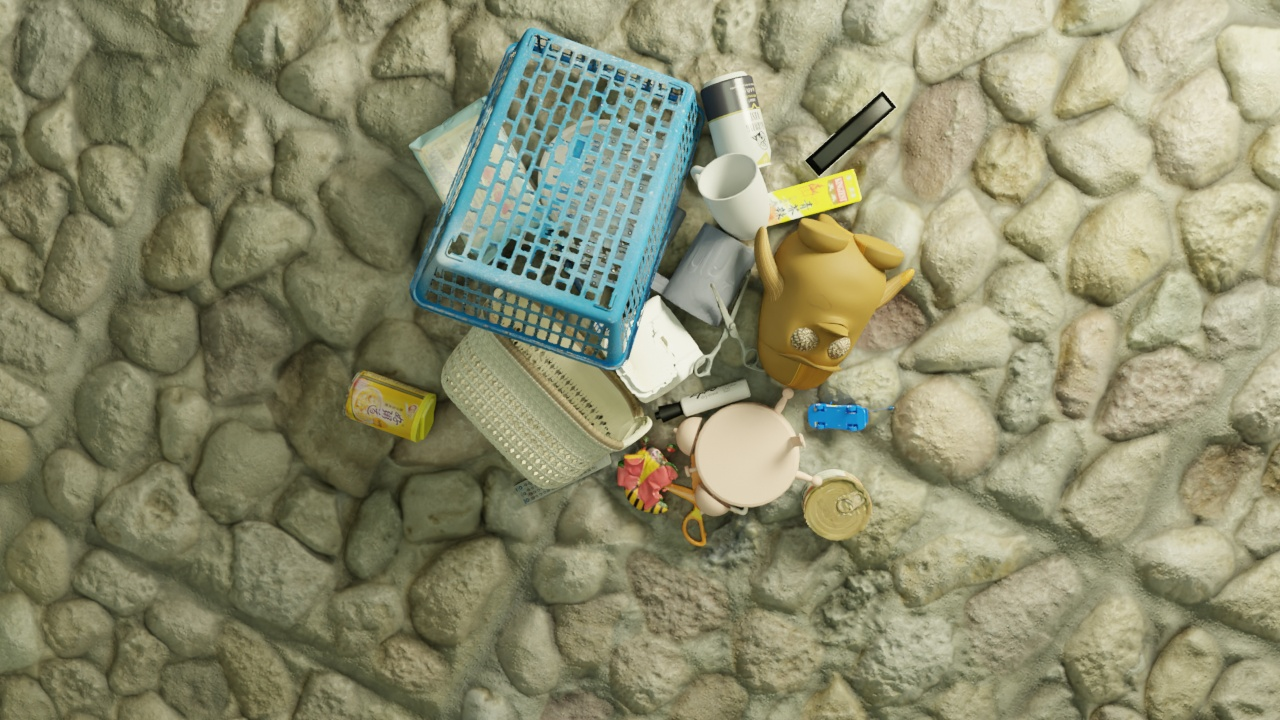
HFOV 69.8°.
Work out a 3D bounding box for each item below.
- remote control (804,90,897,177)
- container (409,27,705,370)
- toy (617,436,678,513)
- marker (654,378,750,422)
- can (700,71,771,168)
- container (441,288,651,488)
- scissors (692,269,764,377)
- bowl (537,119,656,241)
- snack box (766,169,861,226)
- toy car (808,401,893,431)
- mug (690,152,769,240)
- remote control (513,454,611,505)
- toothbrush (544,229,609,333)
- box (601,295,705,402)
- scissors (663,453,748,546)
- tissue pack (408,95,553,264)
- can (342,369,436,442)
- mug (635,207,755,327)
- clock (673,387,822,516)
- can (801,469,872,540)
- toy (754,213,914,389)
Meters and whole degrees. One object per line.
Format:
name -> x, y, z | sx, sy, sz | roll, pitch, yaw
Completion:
remote control -> 0.257, -0.277, 1.121 | 0.124, 0.011, 0.028 | -42, 94, 9
container -> -0.082, -0.198, 1.033 | 0.257, 0.089, 0.361 | 18, 72, -4
toy -> 0.010, 0.153, 1.194 | 0.084, 0.046, 0.103 | 10, 109, 14
marker -> 0.079, 0.053, 1.183 | 0.126, 0.025, 0.025 | -18, 98, 7
can -> 0.117, -0.277, 1.105 | 0.064, 0.064, 0.127 | -15, 98, 6
container -> -0.120, 0.035, 1.122 | 0.143, 0.184, 0.246 | -42, 91, 19
scissors -> 0.115, -0.032, 1.123 | 0.141, 0.014, 0.173 | -56, 135, -4
bowl -> -0.051, -0.218, 1.133 | 0.149, 0.043, 0.149 | 0, 89, -3
snack box -> 0.193, -0.196, 1.131 | 0.148, 0.029, 0.040 | -15, 98, 7
toy car -> 0.270, 0.067, 1.179 | 0.092, 0.061, 0.033 | 2, 102, 34
mug -> 0.104, -0.193, 1.087 | 0.071, 0.089, 0.107 | -48, 50, -10
remote control -> -0.103, 0.151, 1.218 | 0.136, 0.013, 0.033 | -27, 97, 8
toothbrush -> -0.084, -0.105, 1.175 | 0.014, 0.014, 0.168 | -27, 97, 19
box -> -0.002, 0.003, 1.103 | 0.108, 0.136, 0.126 | 51, 139, -4
scissors -> 0.085, 0.183, 1.211 | 0.128, 0.011, 0.125 | -8, 97, 7
tissue pack -> -0.194, -0.219, 1.137 | 0.112, 0.070, 0.182 | -28, 99, 8
can -> -0.324, 0.060, 1.192 | 0.105, 0.067, 0.068 | 19, 100, 1
mug -> 0.069, -0.116, 1.127 | 0.124, 0.083, 0.104 | 31, 99, 1
clock -> 0.131, 0.119, 1.156 | 0.161, 0.086, 0.131 | -18, 87, 16
can -> 0.252, 0.185, 1.183 | 0.086, 0.043, 0.086 | 1, 100, 4
toy -> 0.209, -0.058, 1.095 | 0.198, 0.162, 0.204 | 14, 112, -12
